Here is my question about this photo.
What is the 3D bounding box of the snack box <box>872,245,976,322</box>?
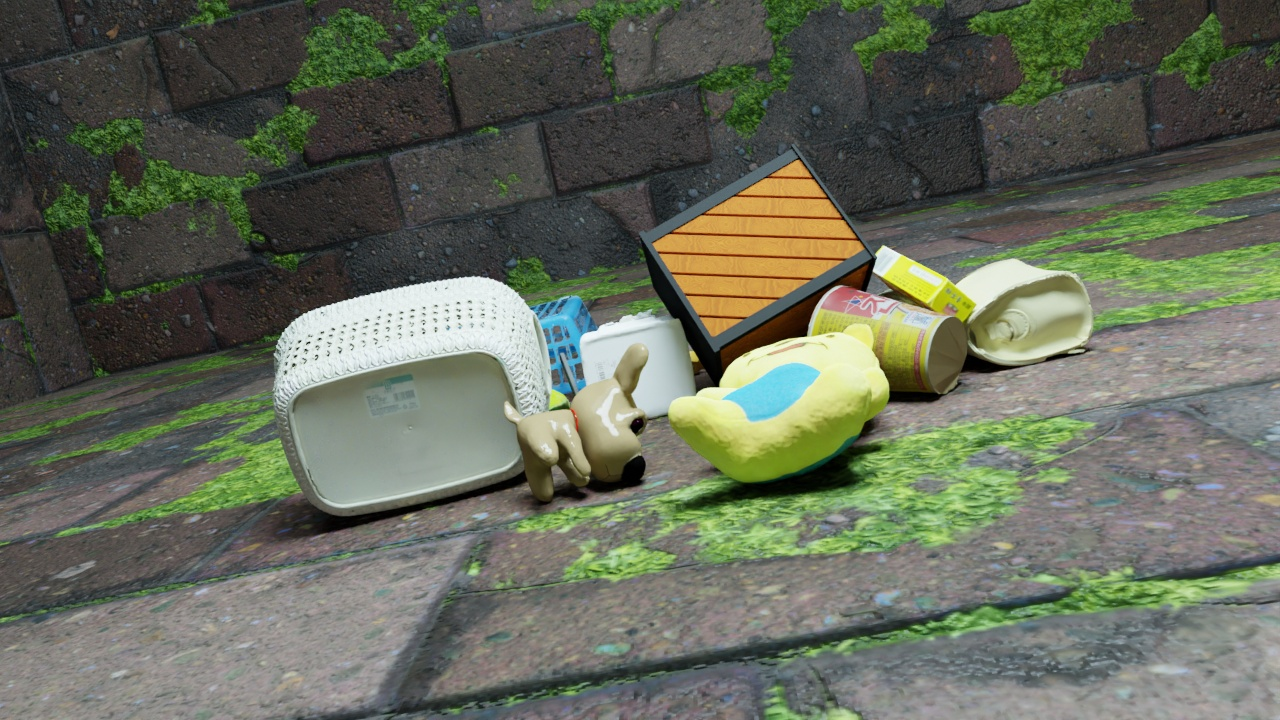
[{"bbox_3d":[0.261,-0.072,0.867,0.029,0.040,0.148,-51,18,9],"label":"snack box"}]

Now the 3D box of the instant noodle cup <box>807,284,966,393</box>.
[{"bbox_3d":[0.222,-0.014,0.812,0.100,0.100,0.113,-21,21,-41],"label":"instant noodle cup"}]

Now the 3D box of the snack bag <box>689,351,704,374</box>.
[{"bbox_3d":[0.029,0.006,1.072,0.099,0.026,0.020,-6,45,-3],"label":"snack bag"}]

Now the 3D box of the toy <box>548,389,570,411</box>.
[{"bbox_3d":[-0.129,0.057,0.965,0.092,0.043,0.118,-25,12,-34],"label":"toy"}]

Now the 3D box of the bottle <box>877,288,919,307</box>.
[{"bbox_3d":[0.266,-0.040,0.954,0.068,0.068,0.156,-5,13,35],"label":"bottle"}]

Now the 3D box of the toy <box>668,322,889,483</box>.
[{"bbox_3d":[0.115,0.031,0.707,0.149,0.084,0.213,-10,9,15],"label":"toy"}]

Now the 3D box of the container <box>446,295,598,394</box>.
[{"bbox_3d":[-0.172,-0.010,1.199,0.257,0.089,0.362,-14,8,0],"label":"container"}]

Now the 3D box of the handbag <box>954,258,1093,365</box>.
[{"bbox_3d":[0.341,-0.042,0.863,0.111,0.081,0.119,-19,12,1],"label":"handbag"}]

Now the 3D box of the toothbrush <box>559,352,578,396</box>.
[{"bbox_3d":[-0.069,0.033,0.957,0.013,0.013,0.167,-8,30,-12],"label":"toothbrush"}]

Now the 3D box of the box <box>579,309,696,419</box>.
[{"bbox_3d":[-0.007,0.004,0.941,0.107,0.102,0.095,-13,9,-5],"label":"box"}]

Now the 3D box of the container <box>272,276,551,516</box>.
[{"bbox_3d":[-0.200,0.034,0.811,0.251,0.185,0.143,-13,19,-6],"label":"container"}]

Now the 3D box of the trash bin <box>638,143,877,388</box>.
[{"bbox_3d":[0.114,-0.087,0.915,0.172,0.139,0.140,-30,-18,-3],"label":"trash bin"}]

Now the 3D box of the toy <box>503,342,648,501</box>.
[{"bbox_3d":[-0.044,0.058,0.735,0.108,0.134,0.105,-16,54,-24],"label":"toy"}]
